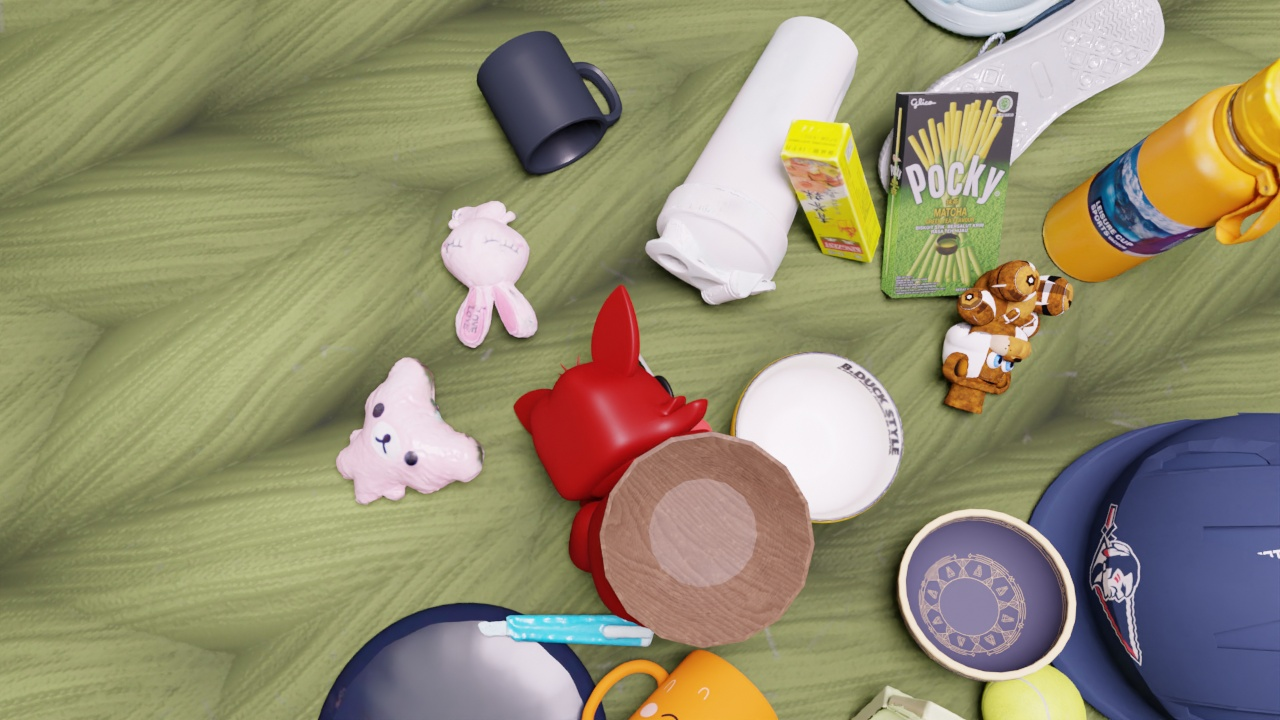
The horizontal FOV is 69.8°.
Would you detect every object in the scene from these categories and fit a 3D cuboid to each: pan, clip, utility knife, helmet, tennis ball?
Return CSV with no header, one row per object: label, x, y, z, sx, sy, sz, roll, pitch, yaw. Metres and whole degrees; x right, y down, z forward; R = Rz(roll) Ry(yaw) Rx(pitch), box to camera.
pan,-0.046,0.291,0.614,0.356,0.021,0.198,20,77,0
clip,-0.003,0.004,0.664,0.040,0.102,0.054,-46,40,-15
utility knife,-0.049,0.182,0.629,0.123,0.015,0.022,7,75,-14
helmet,0.393,0.147,0.599,0.273,0.222,0.232,-7,75,32
tennis ball,0.267,0.238,0.624,0.065,0.065,0.065,1,78,-4

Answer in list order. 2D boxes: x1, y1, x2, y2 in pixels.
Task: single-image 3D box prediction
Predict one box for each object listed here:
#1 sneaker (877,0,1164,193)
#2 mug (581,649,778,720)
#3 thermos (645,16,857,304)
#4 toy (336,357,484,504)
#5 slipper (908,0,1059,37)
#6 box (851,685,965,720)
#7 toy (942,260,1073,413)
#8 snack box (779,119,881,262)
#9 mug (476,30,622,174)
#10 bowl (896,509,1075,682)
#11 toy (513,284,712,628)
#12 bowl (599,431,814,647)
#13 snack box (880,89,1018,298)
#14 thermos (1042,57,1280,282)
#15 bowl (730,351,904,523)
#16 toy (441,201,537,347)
sneaker,0.283,-0.210,0.714,0.236,0.087,0.089,-32,110,10
mug,0.017,0.240,0.595,0.113,0.078,0.095,30,55,33
thermos,0.092,-0.148,0.683,0.099,0.099,0.220,28,74,2
toy,-0.168,0.060,0.640,0.096,0.053,0.099,-36,79,2
slipper,0.239,-0.364,0.748,0.104,0.074,0.245,-40,82,-10
box,0.237,0.269,0.586,0.188,0.141,0.047,28,59,4
toy,0.260,-0.016,0.675,0.087,0.067,0.112,13,96,-36
snack box,0.138,-0.116,0.650,0.040,0.148,0.029,14,75,27
mug,-0.061,-0.198,0.699,0.104,0.071,0.077,-23,79,-36
bowl,0.232,0.166,0.635,0.112,0.061,0.112,-3,64,6
toy,0.000,0.073,0.603,0.120,0.159,0.197,-14,67,-42
bowl,0.036,0.098,0.514,0.118,0.030,0.118,0,89,-2
snack box,0.227,-0.122,0.680,0.080,0.025,0.148,-3,111,-5
thermos,0.373,-0.116,0.622,0.076,0.233,0.091,-36,83,-11
bowl,0.119,0.057,0.651,0.117,0.068,0.117,1,78,-4
toy,-0.112,-0.066,0.673,0.063,0.047,0.110,-12,82,2
